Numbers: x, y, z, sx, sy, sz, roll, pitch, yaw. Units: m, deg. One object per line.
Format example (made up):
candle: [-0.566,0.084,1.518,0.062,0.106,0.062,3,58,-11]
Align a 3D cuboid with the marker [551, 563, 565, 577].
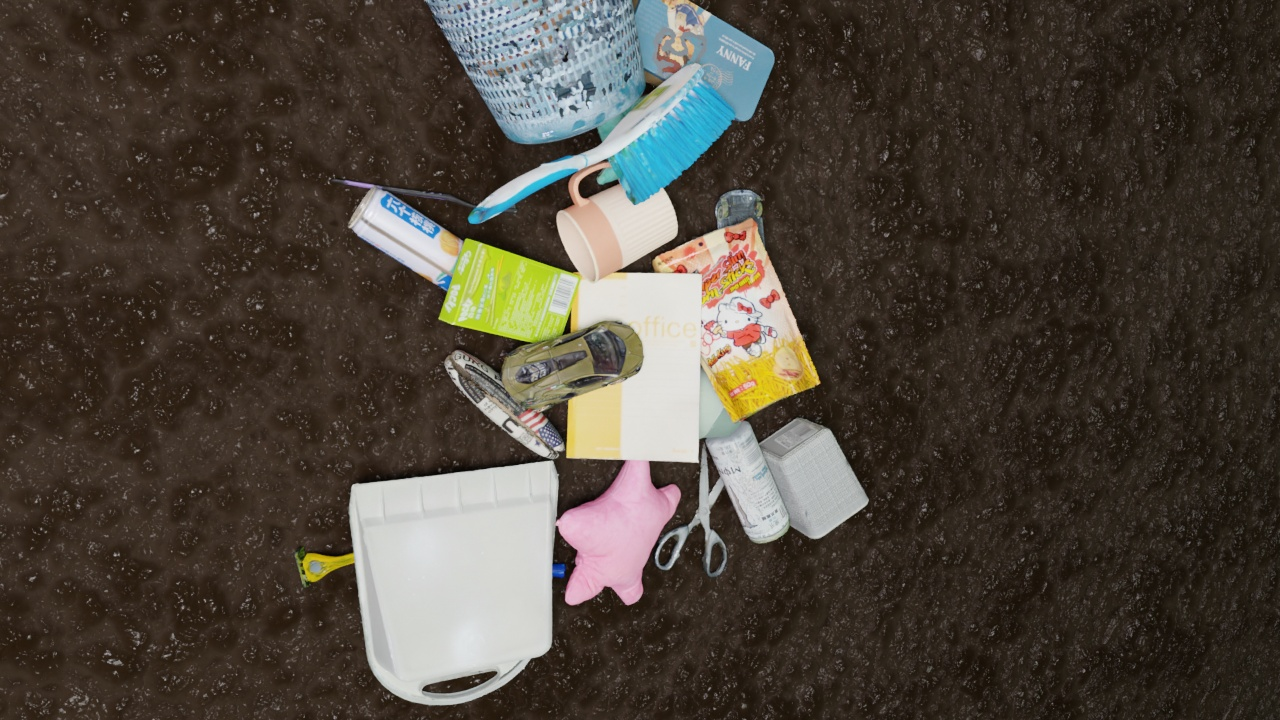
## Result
marker: [-0.156,0.238,1.047,0.145,0.017,0.017,7,98,-23]

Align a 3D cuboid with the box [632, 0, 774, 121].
box: [0.058,-0.326,0.991,0.184,0.060,0.090,19,94,-23]

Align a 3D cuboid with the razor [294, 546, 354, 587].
razor: [-0.296,0.203,0.979,0.132,0.028,0.043,-14,103,-21]

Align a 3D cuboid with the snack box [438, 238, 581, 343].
snack box: [-0.131,-0.066,0.949,0.156,0.026,0.086,12,98,-53]

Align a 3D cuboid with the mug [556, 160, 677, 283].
mug: [-0.029,-0.156,0.977,0.105,0.082,0.114,-29,117,-16]

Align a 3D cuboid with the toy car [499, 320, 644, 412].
toy car: [-0.070,0.002,0.967,0.158,0.042,0.070,-20,79,-17]

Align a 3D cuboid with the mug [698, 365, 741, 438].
mug: [0.058,0.035,1.060,0.106,0.082,0.111,-1,83,-21]

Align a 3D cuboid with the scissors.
scissors: [0.078,0.193,1.135,0.177,0.014,0.159,-36,112,-13]

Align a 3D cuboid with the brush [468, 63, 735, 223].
brush: [-0.029,-0.193,0.893,0.313,0.061,0.109,-47,123,-23]

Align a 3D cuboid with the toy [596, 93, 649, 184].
toy: [-0.020,-0.248,0.993,0.096,0.030,0.092,-30,113,-20]

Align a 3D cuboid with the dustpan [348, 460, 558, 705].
dustpan: [-0.202,0.257,1.017,0.222,0.143,0.257,-5,81,-22]

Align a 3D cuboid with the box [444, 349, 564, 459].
box: [-0.148,0.051,0.985,0.056,0.070,0.164,-41,112,16]

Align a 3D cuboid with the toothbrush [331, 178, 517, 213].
toothbrush: [-0.217,-0.171,0.937,0.188,0.014,0.017,6,91,-23]

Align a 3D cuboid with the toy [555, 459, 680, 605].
toy: [-0.027,0.188,1.049,0.178,0.075,0.194,22,89,-48]

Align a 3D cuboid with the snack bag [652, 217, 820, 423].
snack bag: [0.108,-0.045,1.022,0.129,0.073,0.208,-24,83,5]

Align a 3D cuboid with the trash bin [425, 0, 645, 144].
trash bin: [-0.093,-0.322,0.862,0.226,0.226,0.195,-31,124,-14]

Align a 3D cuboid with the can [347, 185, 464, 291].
can: [-0.222,-0.118,0.924,0.134,0.053,0.053,33,88,-25]

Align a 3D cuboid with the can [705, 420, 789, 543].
can: [0.131,0.147,1.115,0.058,0.058,0.147,-29,108,-14]

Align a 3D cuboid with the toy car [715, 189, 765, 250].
toy car: [0.116,-0.137,1.068,0.054,0.037,0.120,-6,96,-16]

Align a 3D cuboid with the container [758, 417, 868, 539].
container: [0.207,0.141,1.137,0.090,0.090,0.114,-33,108,-14]

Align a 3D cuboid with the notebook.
notebook: [-0.006,0.006,1.001,0.146,0.010,0.206,2,85,4]
